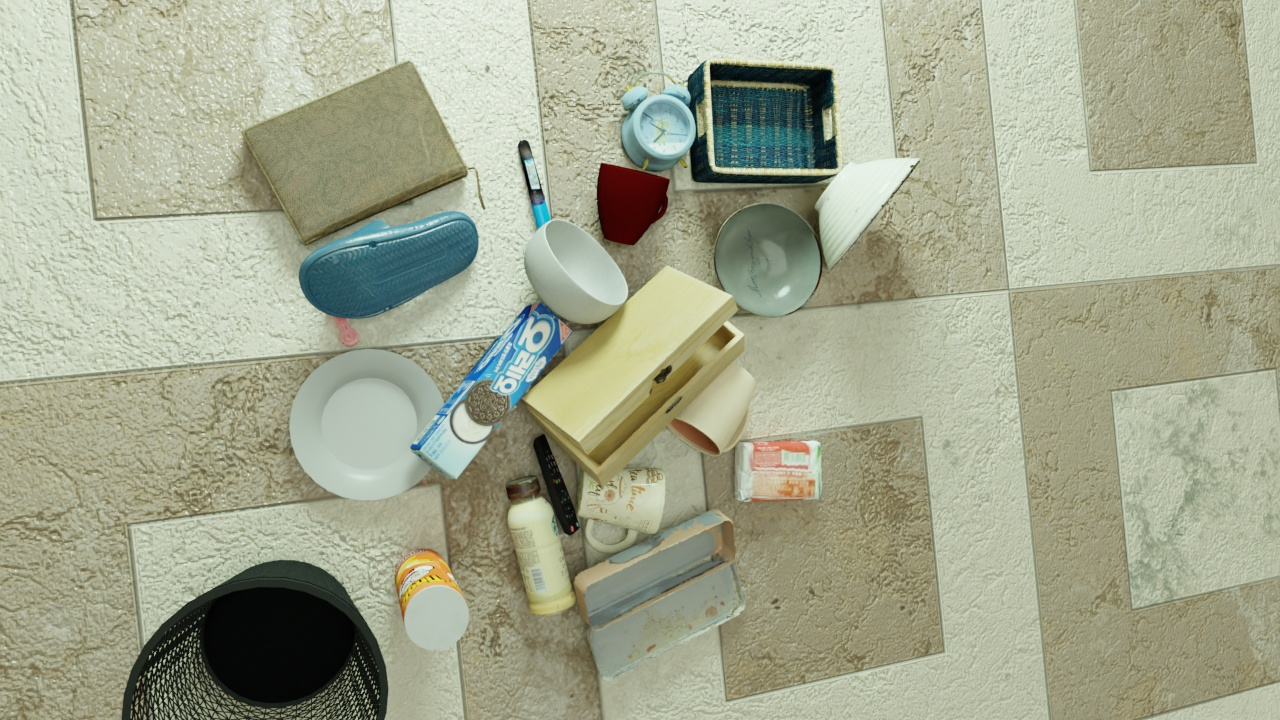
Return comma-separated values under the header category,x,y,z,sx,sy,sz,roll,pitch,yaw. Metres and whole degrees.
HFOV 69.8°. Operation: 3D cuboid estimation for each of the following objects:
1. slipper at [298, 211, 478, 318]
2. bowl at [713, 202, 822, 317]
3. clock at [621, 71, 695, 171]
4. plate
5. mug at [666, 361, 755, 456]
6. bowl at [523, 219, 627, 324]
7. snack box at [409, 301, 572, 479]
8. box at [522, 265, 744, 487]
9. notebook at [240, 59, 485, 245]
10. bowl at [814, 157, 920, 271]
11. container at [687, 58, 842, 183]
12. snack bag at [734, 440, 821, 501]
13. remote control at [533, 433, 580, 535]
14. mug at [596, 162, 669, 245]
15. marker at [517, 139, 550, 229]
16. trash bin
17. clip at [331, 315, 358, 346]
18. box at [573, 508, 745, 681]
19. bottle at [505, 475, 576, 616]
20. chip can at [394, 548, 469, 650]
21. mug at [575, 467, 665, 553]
category,x,y,z,sx,sy,sz,roll,pitch,yaw
slipper,-0.284,-0.113,1.046,0.213,0.059,0.104,-23,131,-29
bowl,0.156,-0.126,1.187,0.150,0.057,0.150,0,89,-17
clock,0.022,-0.300,1.152,0.088,0.052,0.124,-6,90,-16
plate,-0.312,0.073,1.060,0.172,0.019,0.172,0,89,-17
mug,0.100,0.064,1.162,0.104,0.085,0.111,-54,131,-17
bowl,-0.084,-0.097,1.087,0.132,0.131,0.064,44,116,-12
snack box,-0.173,0.033,1.070,0.059,0.059,0.226,43,70,-18
box,-0.009,0.003,1.084,0.248,0.123,0.140,-42,69,-15
notebook,-0.312,-0.222,1.057,0.215,0.034,0.190,-29,98,-15
bowl,0.274,-0.205,1.178,0.071,0.177,0.177,39,78,7
container,0.159,-0.304,1.183,0.187,0.071,0.145,-3,90,-17
snack bag,0.180,0.144,1.201,0.115,0.036,0.077,1,90,-17
remote control,-0.103,0.151,1.115,0.010,0.039,0.124,-20,90,15
mug,-0.007,-0.189,1.136,0.113,0.087,0.088,-1,109,-47
marker,-0.129,-0.210,1.124,0.018,0.015,0.123,-14,91,-20
trash bin,-0.370,0.303,0.920,0.216,0.243,0.217,0,89,-17
clip,-0.341,-0.042,1.045,0.022,0.038,0.059,-30,94,-12
box,0.030,0.291,1.133,0.216,0.058,0.154,-21,115,-24
bottle,-0.123,0.220,1.096,0.056,0.056,0.162,-15,93,-17
chip can,-0.227,0.250,0.983,0.062,0.210,0.062,0,89,-17
mug,-0.031,0.184,1.127,0.097,0.081,0.122,8,113,-10
